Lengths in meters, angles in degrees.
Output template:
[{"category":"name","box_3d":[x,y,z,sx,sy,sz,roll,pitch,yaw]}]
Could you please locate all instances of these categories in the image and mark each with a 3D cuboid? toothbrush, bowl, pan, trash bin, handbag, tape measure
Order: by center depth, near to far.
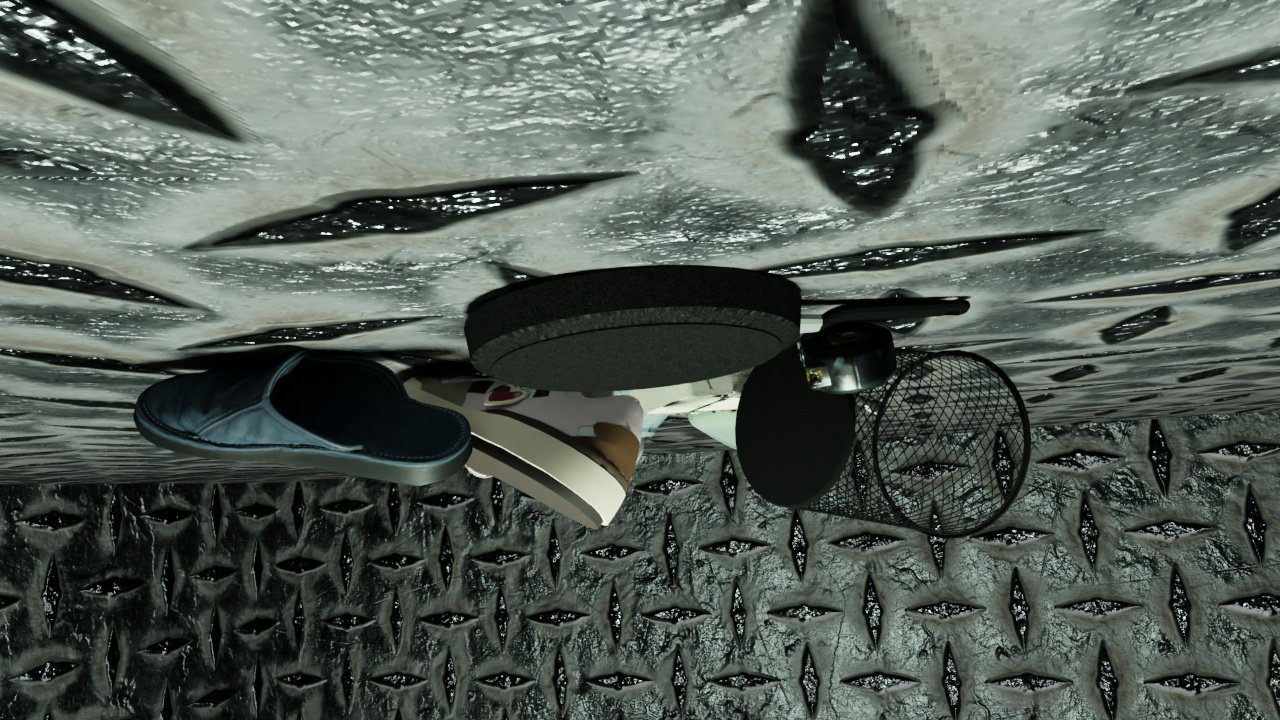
[{"category":"pan","box_3d":[0.061,-0.018,0.629,0.356,0.034,0.226,-3,167,-9]},{"category":"tape measure","box_3d":[0.160,-0.003,0.711,0.072,0.042,0.071,-9,-164,10]},{"category":"trash bin","box_3d":[0.213,0.068,0.843,0.209,0.184,0.184,9,166,-33]},{"category":"toothbrush","box_3d":[0.210,0.030,0.979,0.167,0.014,0.014,22,169,-37]},{"category":"handbag","box_3d":[0.130,0.051,1.023,0.106,0.067,0.122,26,154,-36]},{"category":"bowl","box_3d":[-0.010,0.060,1.072,0.137,0.057,0.137,-3,172,-1]}]

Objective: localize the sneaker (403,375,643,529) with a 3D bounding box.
[{"category":"sneaker","box_3d":[-0.109,0.042,0.813,0.294,0.116,0.112,15,154,47]}]

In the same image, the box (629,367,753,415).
[{"category":"box","box_3d":[0.043,0.036,0.932,0.143,0.044,0.185,0,164,-38]}]

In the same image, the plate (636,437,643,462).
[{"category":"plate","box_3d":[-0.088,0.102,1.169,0.182,0.034,0.182,-6,-151,3]}]

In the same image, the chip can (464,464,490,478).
[{"category":"chip can","box_3d":[-0.156,0.081,1.022,0.051,0.051,0.215,0,159,-20]}]

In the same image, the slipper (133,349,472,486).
[{"category":"slipper","box_3d":[-0.262,0.026,0.715,0.266,0.084,0.108,8,-148,6]}]
